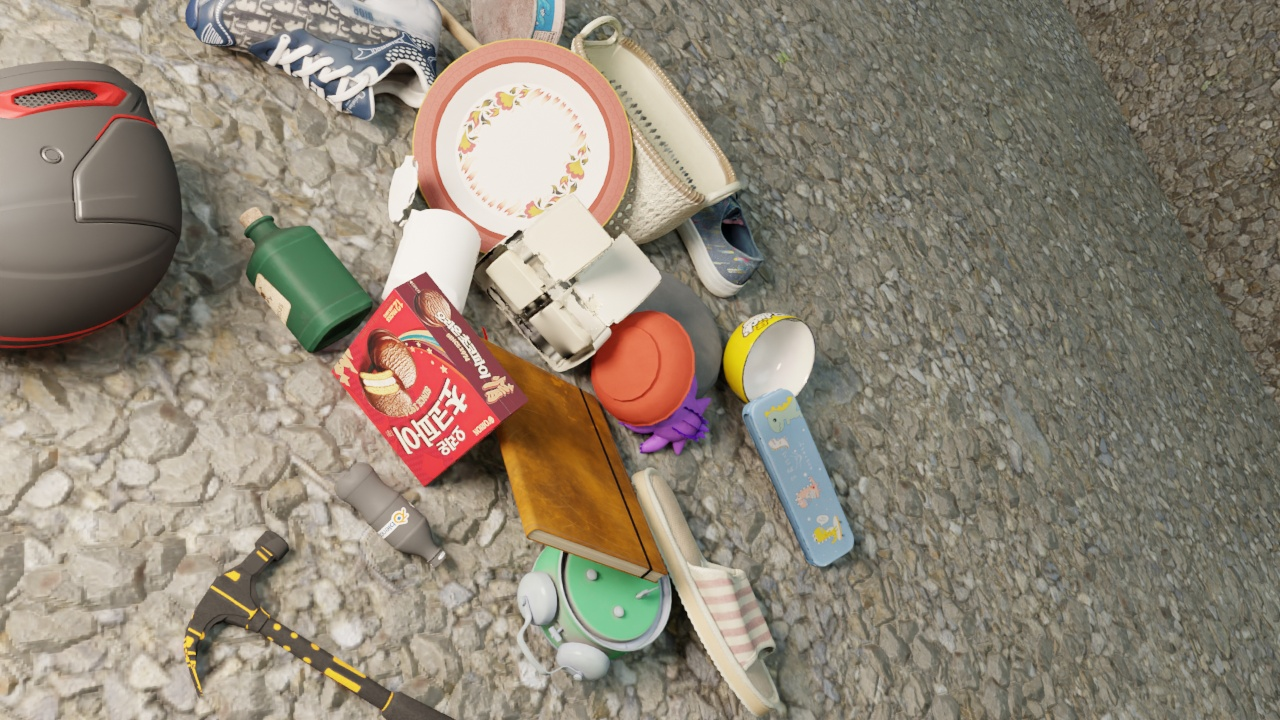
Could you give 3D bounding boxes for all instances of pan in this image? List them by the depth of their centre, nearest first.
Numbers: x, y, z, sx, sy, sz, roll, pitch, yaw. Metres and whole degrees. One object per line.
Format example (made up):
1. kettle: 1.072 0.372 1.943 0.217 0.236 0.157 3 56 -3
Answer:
1. pan: -0.041 -0.089 1.034 0.357 0.041 0.178 41 46 -11

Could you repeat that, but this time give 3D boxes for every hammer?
1. hammer: -0.196 0.266 0.707 0.320 0.036 0.123 38 48 -11
2. hammer: -0.244 -0.406 1.042 0.331 0.119 0.030 43 74 4

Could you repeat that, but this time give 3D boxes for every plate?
1. plate: -0.123 -0.221 0.970 0.230 0.021 0.230 0 94 -3

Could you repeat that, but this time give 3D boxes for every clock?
1. clock: -0.045 0.216 0.821 0.122 0.076 0.161 54 42 2

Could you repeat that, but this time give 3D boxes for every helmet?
1. helmet: -0.431 -0.096 0.647 0.170 0.165 0.263 61 34 -8

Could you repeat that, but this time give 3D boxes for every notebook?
1. notebook: -0.065 0.085 0.847 0.178 0.014 0.249 30 24 -41

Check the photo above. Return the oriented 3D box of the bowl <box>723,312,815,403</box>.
1. bowl: 0.145 -0.005 1.097 0.117 0.068 0.117 -15 117 -32

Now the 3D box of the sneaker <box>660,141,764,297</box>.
1. sneaker: 0.088 -0.199 1.176 0.087 0.079 0.235 -5 68 -40

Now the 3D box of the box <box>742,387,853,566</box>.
1. box: 0.183 0.133 1.045 0.066 0.049 0.210 -27 94 -39

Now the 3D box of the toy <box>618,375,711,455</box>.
1. toy: 0.035 0.058 0.985 0.088 0.056 0.106 32 88 -45

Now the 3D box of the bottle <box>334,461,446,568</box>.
1. bottle: -0.208 0.133 0.773 0.110 0.036 0.036 45 46 -7

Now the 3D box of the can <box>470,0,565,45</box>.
1. can: -0.147 -0.418 1.087 0.044 0.130 0.130 -13 73 -42

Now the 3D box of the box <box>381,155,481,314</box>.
1. box: -0.210 -0.117 0.894 0.112 0.085 0.162 23 50 -17

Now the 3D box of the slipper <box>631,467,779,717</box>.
1. slipper: 0.073 0.219 0.907 0.263 0.052 0.115 61 12 13

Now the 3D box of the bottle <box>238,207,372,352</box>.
1. bottle: -0.303 -0.078 0.807 0.131 0.061 0.061 51 43 -1

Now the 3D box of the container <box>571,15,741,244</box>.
1. container: -0.010 -0.256 1.073 0.246 0.143 0.184 54 31 2

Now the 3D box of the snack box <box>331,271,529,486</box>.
1. snack box: -0.183 0.021 0.778 0.132 0.152 0.035 52 45 -1

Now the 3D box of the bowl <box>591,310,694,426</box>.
1. bowl: -0.006 0.005 0.944 0.035 0.122 0.122 15 53 -57

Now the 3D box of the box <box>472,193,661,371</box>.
1. box: -0.069 -0.082 0.912 0.145 0.186 0.095 50 36 -12

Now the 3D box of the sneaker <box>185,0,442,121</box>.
1. sneaker: -0.307 -0.306 0.925 0.268 0.103 0.132 -8 76 -44
